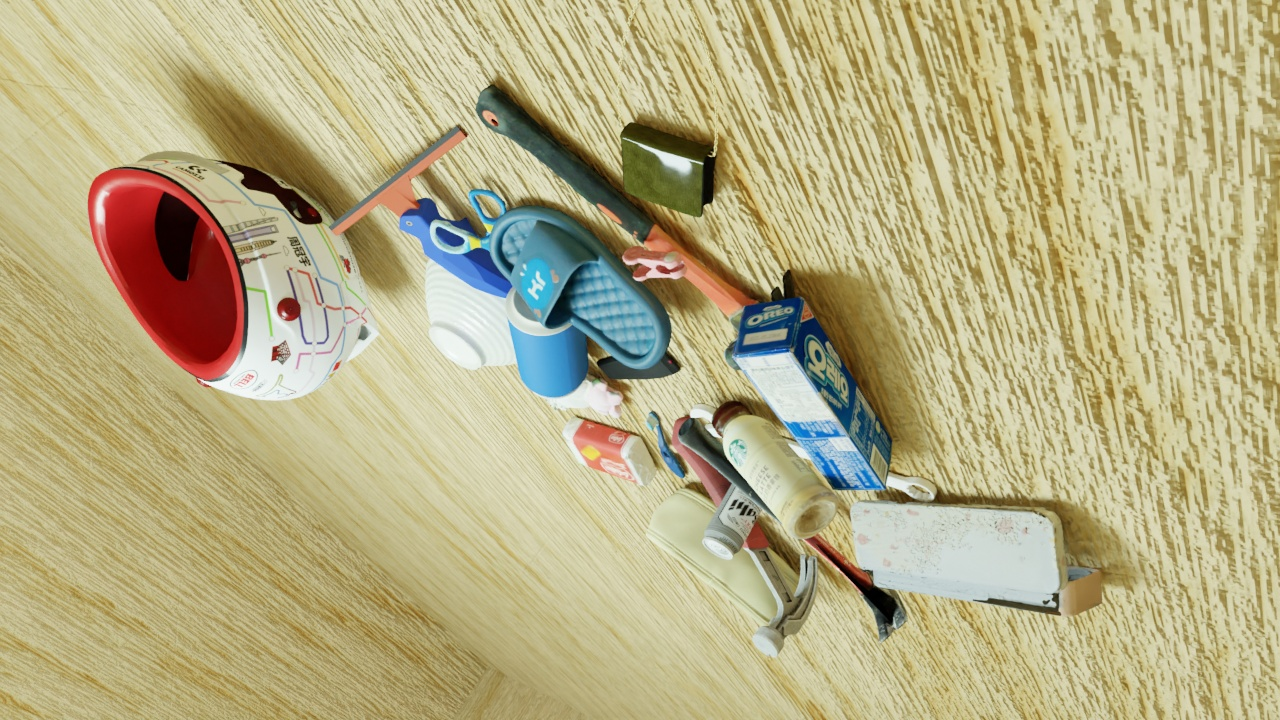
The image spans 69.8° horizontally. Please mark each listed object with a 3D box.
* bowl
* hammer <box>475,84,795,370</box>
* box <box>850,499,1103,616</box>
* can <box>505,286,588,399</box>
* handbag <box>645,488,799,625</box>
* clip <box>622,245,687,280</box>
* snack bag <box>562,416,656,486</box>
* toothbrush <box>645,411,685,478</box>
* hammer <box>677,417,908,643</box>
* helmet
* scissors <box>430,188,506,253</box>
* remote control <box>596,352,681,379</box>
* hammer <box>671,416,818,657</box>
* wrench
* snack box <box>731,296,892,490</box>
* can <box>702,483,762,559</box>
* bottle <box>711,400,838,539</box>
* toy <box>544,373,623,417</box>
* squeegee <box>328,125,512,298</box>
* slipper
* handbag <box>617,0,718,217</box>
[{"bbox_3d":[-0.198,-0.038,1.078,0.177,0.070,0.178,26,152,15],"label":"bowl"},{"bbox_3d":[-0.005,-0.117,0.787,0.333,0.033,0.133,38,154,-5],"label":"hammer"},{"bbox_3d":[0.321,0.184,0.891,0.104,0.096,0.217,5,173,-39],"label":"box"},{"bbox_3d":[-0.097,-0.024,0.981,0.079,0.078,0.146,26,152,16],"label":"can"},{"bbox_3d":[0.113,0.259,1.210,0.233,0.088,0.191,38,170,-7],"label":"handbag"},{"bbox_3d":[0.011,-0.085,0.768,0.058,0.022,0.037,7,139,36],"label":"clip"},{"bbox_3d":[-0.041,0.118,1.192,0.116,0.036,0.077,14,146,34],"label":"snack bag"},{"bbox_3d":[0.031,0.108,1.119,0.021,0.016,0.132,16,147,36],"label":"toothbrush"},{"bbox_3d":[0.165,0.177,0.983,0.326,0.036,0.140,42,-168,-13],"label":"hammer"},{"bbox_3d":[-0.461,-0.104,1.090,0.232,0.235,0.314,-32,93,27],"label":"helmet"},{"bbox_3d":[-0.155,-0.112,0.919,0.105,0.019,0.132,-18,134,9],"label":"scissors"},{"bbox_3d":[-0.006,0.006,1.003,0.039,0.010,0.125,47,151,-23],"label":"remote control"},{"bbox_3d":[0.122,0.194,1.087,0.036,0.125,0.316,-4,123,50],"label":"hammer"},{"bbox_3d":[0.171,0.095,0.952,0.274,0.009,0.047,17,148,31],"label":"wrench"},{"bbox_3d":[0.154,0.037,0.789,0.060,0.059,0.226,-5,144,34],"label":"snack box"},{"bbox_3d":[0.111,0.168,1.029,0.044,0.106,0.044,26,152,15],"label":"can"},{"bbox_3d":[0.125,0.101,0.898,0.162,0.056,0.056,51,171,45],"label":"bottle"},{"bbox_3d":[-0.067,0.034,1.086,0.109,0.041,0.096,18,150,16],"label":"toy"},{"bbox_3d":[-0.194,-0.120,0.958,0.250,0.055,0.184,-21,133,42],"label":"squeegee"},{"bbox_3d":[-0.062,-0.069,0.859,0.214,0.059,0.104,36,128,16],"label":"slipper"},{"bbox_3d":[0.020,-0.187,0.662,0.084,0.027,0.178,23,145,21],"label":"handbag"}]
